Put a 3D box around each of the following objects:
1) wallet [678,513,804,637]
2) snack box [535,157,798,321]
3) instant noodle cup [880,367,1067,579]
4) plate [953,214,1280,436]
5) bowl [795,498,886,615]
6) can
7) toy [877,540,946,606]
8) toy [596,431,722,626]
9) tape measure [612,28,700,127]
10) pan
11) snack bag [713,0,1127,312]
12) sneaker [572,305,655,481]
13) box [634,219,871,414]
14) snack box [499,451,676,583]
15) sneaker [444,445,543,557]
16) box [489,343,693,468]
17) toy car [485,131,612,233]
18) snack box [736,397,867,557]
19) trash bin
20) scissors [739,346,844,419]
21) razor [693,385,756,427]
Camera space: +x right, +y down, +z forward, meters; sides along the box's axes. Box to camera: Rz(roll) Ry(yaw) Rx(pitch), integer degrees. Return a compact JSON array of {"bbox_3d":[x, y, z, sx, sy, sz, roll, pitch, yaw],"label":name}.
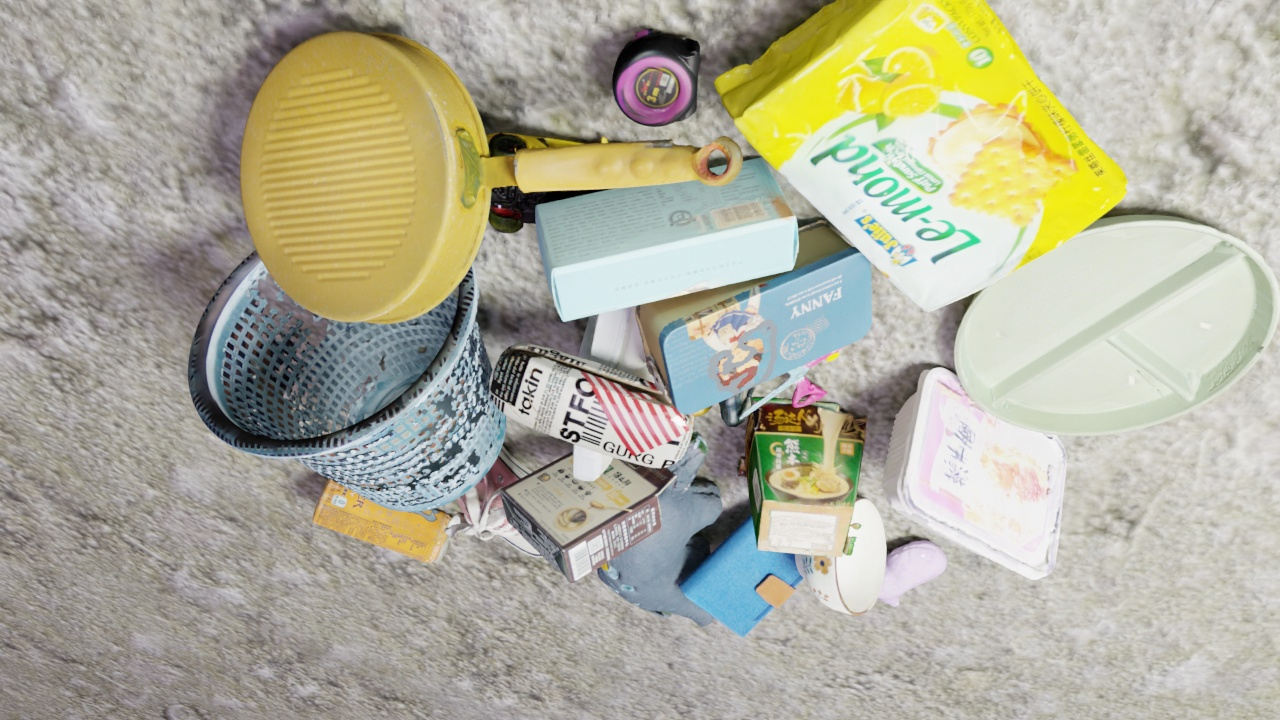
[{"bbox_3d":[0.119,0.219,0.959,0.133,0.040,0.106,-45,119,6],"label":"wallet"},{"bbox_3d":[0.017,-0.086,0.645,0.175,0.074,0.052,-13,136,-5],"label":"snack box"},{"bbox_3d":[0.284,0.101,0.798,0.173,0.137,0.060,27,155,-17],"label":"instant noodle cup"},{"bbox_3d":[0.365,-0.023,0.720,0.230,0.027,0.231,5,135,5],"label":"plate"},{"bbox_3d":[0.194,0.193,0.917,0.062,0.113,0.113,-1,138,38],"label":"bowl"},{"bbox_3d":[-0.282,0.175,1.012,0.146,0.058,0.058,23,134,-14],"label":"can"},{"bbox_3d":[0.280,0.228,0.981,0.084,0.038,0.108,28,127,-23],"label":"toy"},{"bbox_3d":[0.018,0.189,0.953,0.138,0.091,0.357,-5,137,-2],"label":"toy"},{"bbox_3d":[0.010,-0.187,0.607,0.058,0.039,0.057,0,135,3],"label":"tape measure"},{"bbox_3d":[-0.113,-0.122,0.602,0.358,0.078,0.198,2,99,27],"label":"pan"},{"bbox_3d":[0.188,-0.145,0.597,0.246,0.068,0.158,37,129,-26],"label":"snack bag"},{"bbox_3d":[-0.005,0.005,0.770,0.090,0.089,0.243,8,126,-8],"label":"sneaker"},{"bbox_3d":[0.090,-0.035,0.685,0.184,0.062,0.090,-23,132,-7],"label":"box"},{"bbox_3d":[-0.047,0.128,0.841,0.113,0.125,0.053,32,138,46],"label":"snack box"},{"bbox_3d":[-0.154,0.140,0.933,0.118,0.087,0.241,-13,131,21],"label":"sneaker"},{"bbox_3d":[-0.039,0.038,0.709,0.164,0.060,0.072,17,102,4],"label":"box"},{"bbox_3d":[-0.053,-0.129,0.672,0.156,0.041,0.071,3,136,-8],"label":"toy car"},{"bbox_3d":[0.146,0.113,0.840,0.117,0.105,0.118,4,134,7],"label":"snack box"},{"bbox_3d":[-0.210,0.019,0.751,0.227,0.226,0.195,-2,148,12],"label":"trash bin"},{"bbox_3d":[0.138,0.010,0.772,0.133,0.017,0.133,-38,152,10],"label":"scissors"},{"bbox_3d":[0.028,0.039,0.825,0.168,0.062,0.067,-16,103,30],"label":"razor"}]
